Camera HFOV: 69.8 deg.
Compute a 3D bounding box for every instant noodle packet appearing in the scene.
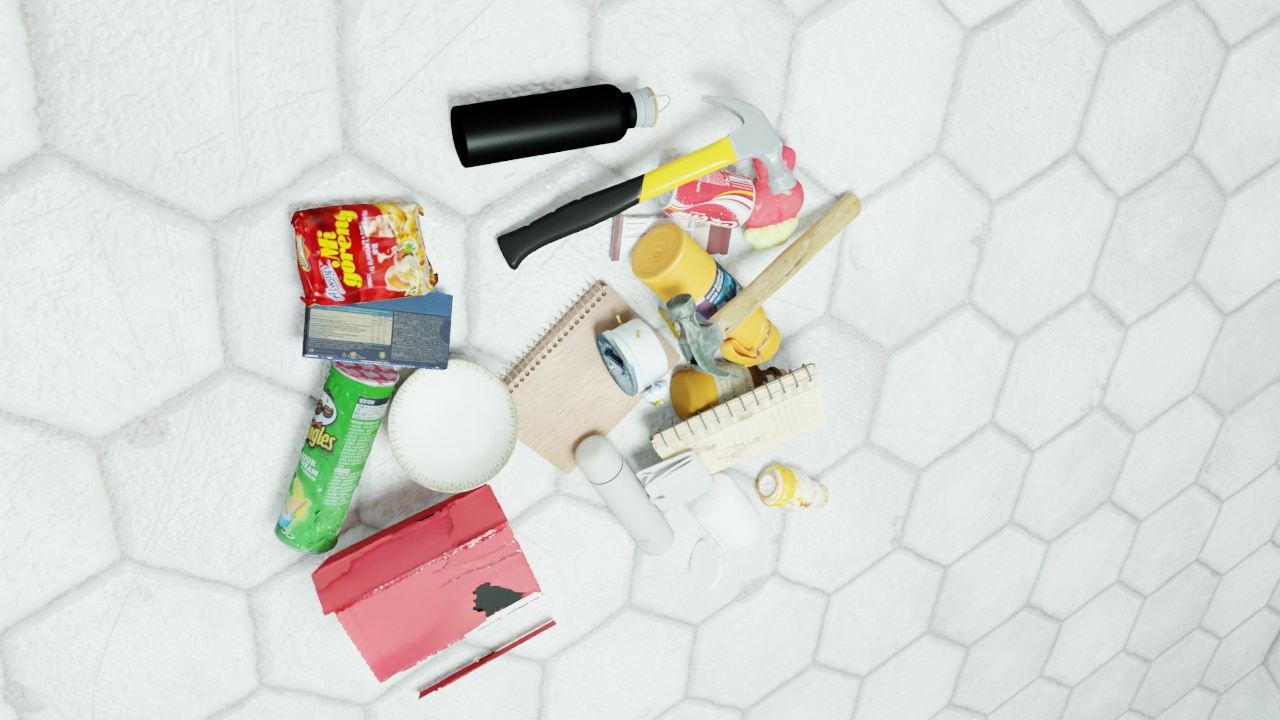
[{"bbox_3d":[-0.277,-0.108,0.922,0.135,0.040,0.098,-9,97,-21],"label":"instant noodle packet"}]

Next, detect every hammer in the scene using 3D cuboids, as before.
[{"bbox_3d":[0.163,-0.101,1.095,0.329,0.033,0.132,-41,124,-27],"label":"hammer"},{"bbox_3d":[-0.004,-0.183,0.992,0.324,0.029,0.127,-23,96,4],"label":"hammer"}]

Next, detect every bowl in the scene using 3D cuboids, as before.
[{"bbox_3d":[-0.210,0.073,1.036,0.145,0.063,0.145,0,88,-9],"label":"bowl"}]

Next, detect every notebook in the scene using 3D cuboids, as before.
[{"bbox_3d":[-0.073,0.022,1.121,0.210,0.022,0.169,-46,127,2],"label":"notebook"},{"bbox_3d":[0.131,0.088,1.191,0.225,0.024,0.167,-24,149,2],"label":"notebook"}]

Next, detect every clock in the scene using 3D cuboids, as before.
[{"bbox_3d":[-0.006,0.006,1.081,0.057,0.083,0.118,-31,126,-17],"label":"clock"}]

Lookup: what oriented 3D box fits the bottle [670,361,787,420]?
[{"bbox_3d":[0.122,0.036,1.196,0.156,0.068,0.068,-9,119,-22],"label":"bottle"}]

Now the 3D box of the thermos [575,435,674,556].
[{"bbox_3d":[-0.019,0.178,1.198,0.052,0.052,0.224,-36,132,-5],"label":"thermos"}]

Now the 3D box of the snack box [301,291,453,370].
[{"bbox_3d":[-0.274,-0.037,0.964,0.150,0.027,0.082,7,82,-28],"label":"snack box"}]

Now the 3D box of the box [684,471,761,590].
[{"bbox_3d":[0.099,0.240,1.291,0.143,0.083,0.137,-46,127,-5],"label":"box"}]

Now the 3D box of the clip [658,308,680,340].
[{"bbox_3d":[0.050,-0.044,1.136,0.044,0.054,0.049,-47,153,23],"label":"clip"}]

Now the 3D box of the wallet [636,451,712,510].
[{"bbox_3d":[0.049,0.160,1.192,0.086,0.032,0.116,-29,150,7],"label":"wallet"}]

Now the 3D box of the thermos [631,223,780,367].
[{"bbox_3d":[0.084,-0.065,1.106,0.232,0.076,0.091,37,73,-42],"label":"thermos"}]

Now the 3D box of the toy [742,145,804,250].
[{"bbox_3d":[0.157,-0.193,1.102,0.091,0.045,0.135,-25,130,-24],"label":"toy"}]

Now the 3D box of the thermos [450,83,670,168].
[{"bbox_3d":[-0.075,-0.248,0.948,0.231,0.061,0.061,-15,121,-19],"label":"thermos"}]

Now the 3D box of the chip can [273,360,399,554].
[{"bbox_3d":[-0.334,0.104,1.004,0.075,0.075,0.223,15,109,-32],"label":"chip can"}]

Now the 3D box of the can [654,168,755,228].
[{"bbox_3d":[0.073,-0.190,1.050,0.104,0.064,0.064,6,113,-27],"label":"can"}]

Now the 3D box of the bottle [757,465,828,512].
[{"bbox_3d":[0.223,0.189,1.331,0.109,0.063,0.063,14,109,-31],"label":"bottle"}]

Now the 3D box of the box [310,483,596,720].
[{"bbox_3d":[-0.193,0.264,0.894,0.215,0.511,0.141,-26,109,-13],"label":"box"}]

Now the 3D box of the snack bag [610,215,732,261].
[{"bbox_3d":[0.039,-0.148,1.089,0.157,0.013,0.057,-7,119,-24],"label":"snack bag"}]
